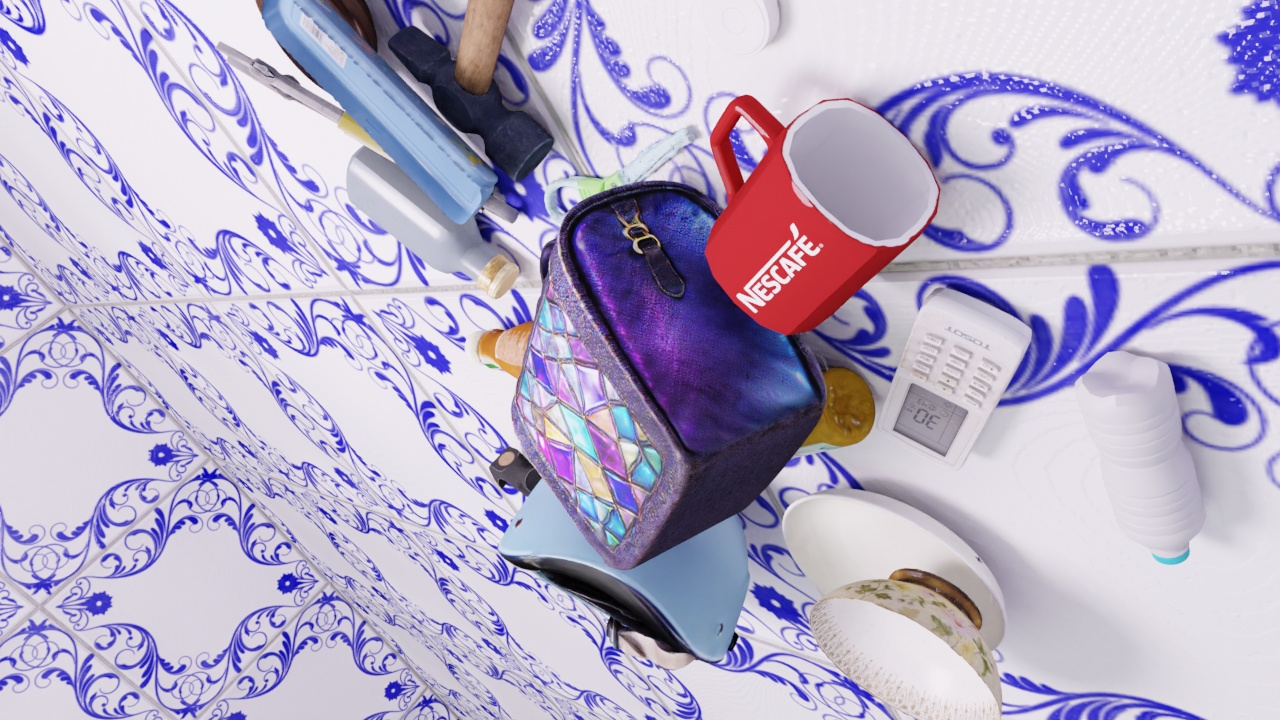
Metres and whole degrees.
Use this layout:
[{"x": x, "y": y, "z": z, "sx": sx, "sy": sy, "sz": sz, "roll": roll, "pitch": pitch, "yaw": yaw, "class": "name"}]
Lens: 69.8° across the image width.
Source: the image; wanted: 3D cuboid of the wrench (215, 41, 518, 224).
[{"x": -0.215, "y": -0.179, "z": 0.724, "sx": 0.273, "sy": 0.018, "sz": 0.083, "roll": 30, "pitch": 180, "yaw": 1, "class": "wrench"}]

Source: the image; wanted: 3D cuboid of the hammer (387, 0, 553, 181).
[{"x": -0.076, "y": -0.228, "z": 0.506, "sx": 0.129, "sy": 0.040, "sz": 0.323, "roll": 43, "pitch": 153, "yaw": 0, "class": "hammer"}]

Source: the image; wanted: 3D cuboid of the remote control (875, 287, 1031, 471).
[{"x": 0.184, "y": 0.014, "z": 0.549, "sx": 0.060, "sy": 0.025, "sz": 0.139, "roll": 29, "pitch": 148, "yaw": 20, "class": "remote control"}]

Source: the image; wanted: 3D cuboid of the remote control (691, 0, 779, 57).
[{"x": 0.030, "y": -0.212, "z": 0.444, "sx": 0.043, "sy": 0.013, "sz": 0.136, "roll": 6, "pitch": 135, "yaw": 45, "class": "remote control"}]

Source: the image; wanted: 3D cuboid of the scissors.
[{"x": -0.013, "y": -0.119, "z": 0.619, "sx": 0.065, "sy": 0.033, "sz": 0.174, "roll": 52, "pitch": 152, "yaw": -9, "class": "scissors"}]

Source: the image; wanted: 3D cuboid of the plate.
[{"x": 0.198, "y": 0.158, "z": 0.712, "sx": 0.182, "sy": 0.034, "sz": 0.183, "roll": 29, "pitch": 148, "yaw": 20, "class": "plate"}]

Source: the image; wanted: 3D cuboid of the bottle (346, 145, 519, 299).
[{"x": -0.174, "y": -0.113, "z": 0.776, "sx": 0.161, "sy": 0.046, "sz": 0.072, "roll": 38, "pitch": 150, "yaw": 5, "class": "bottle"}]

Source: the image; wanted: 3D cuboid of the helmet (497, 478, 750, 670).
[{"x": 0.000, "y": 0.174, "z": 0.828, "sx": 0.225, "sy": 0.166, "sz": 0.266, "roll": 29, "pitch": 157, "yaw": 9, "class": "helmet"}]

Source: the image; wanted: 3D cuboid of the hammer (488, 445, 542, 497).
[{"x": -0.060, "y": 0.214, "z": 1.066, "sx": 0.305, "sy": 0.040, "sz": 0.132, "roll": 51, "pitch": 162, "yaw": -25, "class": "hammer"}]

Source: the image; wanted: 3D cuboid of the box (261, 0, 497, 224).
[{"x": -0.179, "y": -0.187, "z": 0.630, "sx": 0.209, "sy": 0.039, "sz": 0.127, "roll": 45, "pitch": 165, "yaw": -7, "class": "box"}]

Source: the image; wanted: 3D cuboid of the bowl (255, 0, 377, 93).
[{"x": -0.231, "y": -0.252, "z": 0.673, "sx": 0.119, "sy": 0.032, "sz": 0.119, "roll": 29, "pitch": 148, "yaw": 20, "class": "bowl"}]

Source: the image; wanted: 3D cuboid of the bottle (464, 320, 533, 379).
[{"x": -0.097, "y": -0.007, "z": 0.812, "sx": 0.167, "sy": 0.059, "sz": 0.059, "roll": 6, "pitch": 135, "yaw": 45, "class": "bottle"}]

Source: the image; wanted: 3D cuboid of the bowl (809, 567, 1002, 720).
[{"x": 0.199, "y": 0.197, "z": 0.663, "sx": 0.145, "sy": 0.063, "sz": 0.145, "roll": 28, "pitch": 147, "yaw": 20, "class": "bowl"}]

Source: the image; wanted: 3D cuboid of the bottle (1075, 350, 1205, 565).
[{"x": 0.270, "y": 0.057, "z": 0.489, "sx": 0.044, "sy": 0.044, "sz": 0.136, "roll": 3, "pitch": 133, "yaw": 47, "class": "bottle"}]

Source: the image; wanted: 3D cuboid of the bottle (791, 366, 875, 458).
[{"x": 0.091, "y": 0.049, "z": 0.677, "sx": 0.053, "sy": 0.053, "sz": 0.187, "roll": 47, "pitch": 150, "yaw": -10, "class": "bottle"}]

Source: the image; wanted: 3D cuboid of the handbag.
[{"x": -0.004, "y": 0.004, "z": 0.622, "sx": 0.222, "sy": 0.125, "sz": 0.205, "roll": 56, "pitch": 150, "yaw": 21, "class": "handbag"}]

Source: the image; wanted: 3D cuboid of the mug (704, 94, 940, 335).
[{"x": 0.082, "y": -0.084, "z": 0.488, "sx": 0.116, "sy": 0.080, "sz": 0.097, "roll": 46, "pitch": 150, "yaw": 5, "class": "mug"}]
